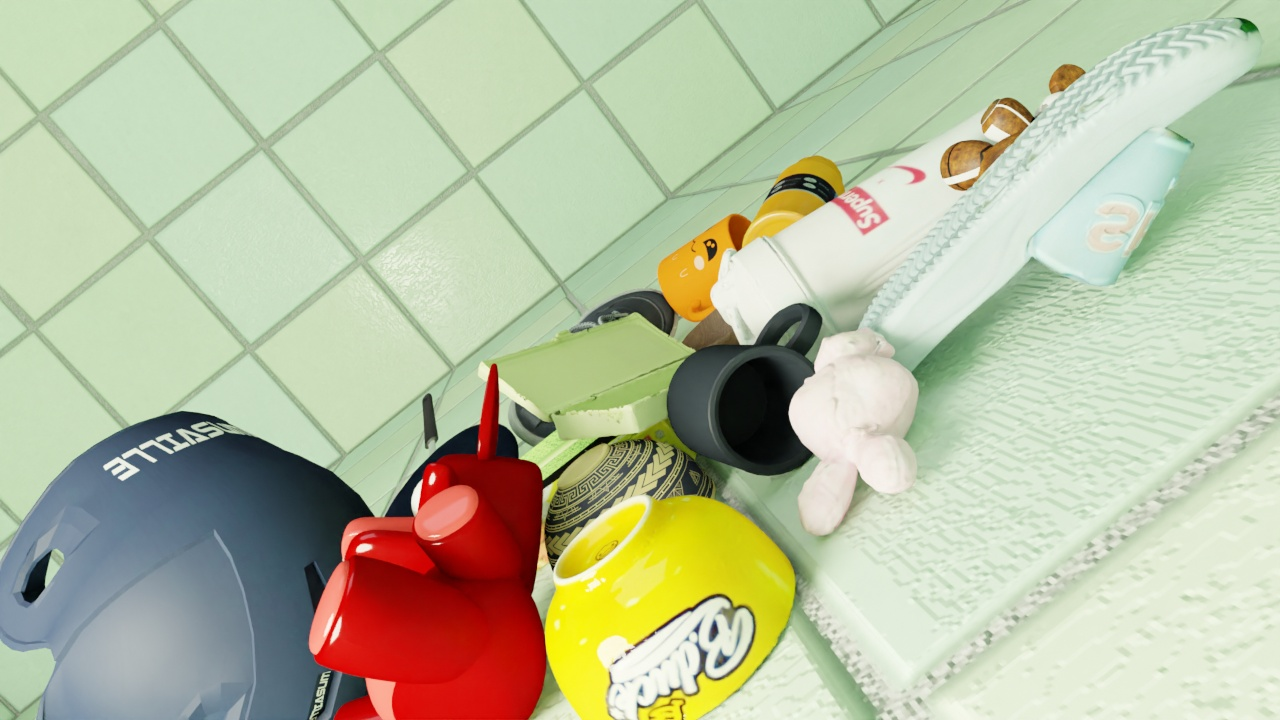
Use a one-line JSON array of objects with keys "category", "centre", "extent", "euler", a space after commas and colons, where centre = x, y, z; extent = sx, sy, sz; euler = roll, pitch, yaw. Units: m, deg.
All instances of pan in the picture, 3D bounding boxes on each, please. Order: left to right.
[{"category": "pan", "centre": [-0.210, 0.109, 0.926], "extent": [0.199, 0.021, 0.356], "euler": [-45, 27, 6]}]

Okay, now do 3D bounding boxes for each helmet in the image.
[{"category": "helmet", "centre": [-0.290, 0.193, 0.646], "extent": [0.272, 0.223, 0.232], "euler": [-64, -20, 11]}]

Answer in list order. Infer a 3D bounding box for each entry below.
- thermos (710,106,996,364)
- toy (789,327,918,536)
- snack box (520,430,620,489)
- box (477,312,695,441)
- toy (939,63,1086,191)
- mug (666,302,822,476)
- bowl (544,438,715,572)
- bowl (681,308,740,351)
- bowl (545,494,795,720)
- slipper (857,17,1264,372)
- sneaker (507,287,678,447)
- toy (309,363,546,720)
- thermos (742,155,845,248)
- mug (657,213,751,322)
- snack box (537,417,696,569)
[{"category": "thermos", "centre": [0.154, -0.077, 0.608], "extent": [0.220, 0.099, 0.099], "euler": [-33, 11, 5]}, {"category": "toy", "centre": [0.104, 0.032, 0.442], "extent": [0.064, 0.047, 0.109], "euler": [-27, 29, 32]}, {"category": "snack box", "centre": [-0.078, 0.098, 0.705], "extent": [0.147, 0.025, 0.080], "euler": [-38, -23, 3]}, {"category": "box", "centre": [-0.004, 0.010, 0.646], "extent": [0.141, 0.047, 0.187], "euler": [17, 22, 29]}, {"category": "toy", "centre": [0.242, -0.122, 0.529], "extent": [0.112, 0.087, 0.067], "euler": [-33, -6, -9]}, {"category": "mug", "centre": [0.069, 0.012, 0.535], "extent": [0.105, 0.071, 0.077], "euler": [-58, 14, -7]}, {"category": "bowl", "centre": [-0.017, 0.087, 0.563], "extent": [0.112, 0.061, 0.112], "euler": [-37, 11, 8]}, {"category": "bowl", "centre": [0.085, -0.028, 0.782], "extent": [0.118, 0.030, 0.117], "euler": [-37, 11, 8]}, {"category": "bowl", "centre": [0.003, 0.104, 0.413], "extent": [0.117, 0.067, 0.117], "euler": [-37, 11, 8]}, {"category": "slipper", "centre": [0.201, -0.064, 0.464], "extent": [0.246, 0.074, 0.103], "euler": [-50, 1, 31]}, {"category": "sneaker", "centre": [-0.039, -0.007, 0.898], "extent": [0.234, 0.089, 0.088], "euler": [-46, -3, -32]}, {"category": "toy", "centre": [-0.105, 0.118, 0.503], "extent": [0.120, 0.159, 0.196], "euler": [4, 35, 0]}, {"category": "thermos", "centre": [0.153, -0.141, 0.908], "extent": [0.092, 0.076, 0.232], "euler": [-35, 11, 29]}, {"category": "mug", "centre": [0.076, -0.083, 0.940], "extent": [0.096, 0.077, 0.112], "euler": [-31, 32, 34]}, {"category": "snack box", "centre": [-0.031, 0.091, 0.646], "extent": [0.148, 0.040, 0.029], "euler": [-36, 12, 12]}]
